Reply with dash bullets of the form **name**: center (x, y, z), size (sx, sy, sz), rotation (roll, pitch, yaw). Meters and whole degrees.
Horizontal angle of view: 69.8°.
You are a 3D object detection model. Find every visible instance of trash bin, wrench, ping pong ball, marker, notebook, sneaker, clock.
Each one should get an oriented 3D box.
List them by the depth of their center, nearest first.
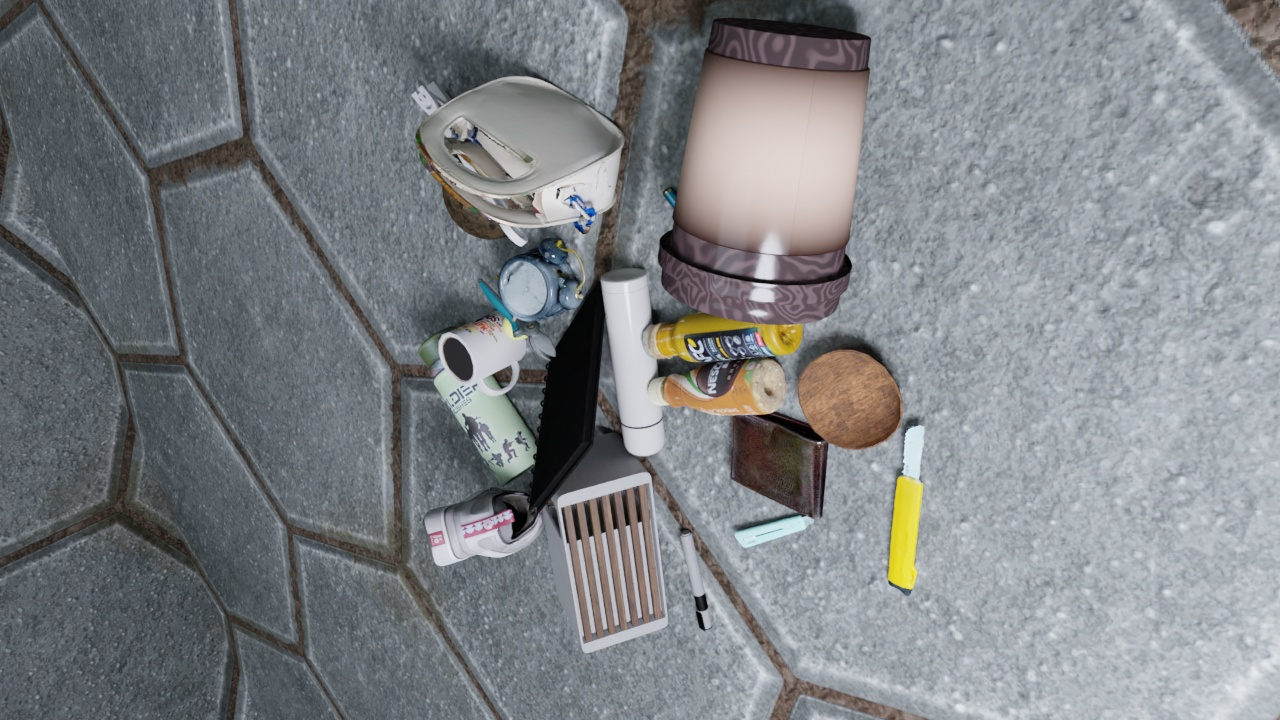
- **wrench**: center (-0.193, -0.230, 1.061), size (0.018, 0.086, 0.273), rotation (-39, 66, 13)
- **notebook**: center (-0.085, 0.043, 1.068), size (0.019, 0.230, 0.170), rotation (18, 139, -18)
- **clock**: center (-0.116, -0.096, 1.111), size (0.130, 0.052, 0.090), rotation (-20, 93, 32)
- **trash bin**: center (-0.049, 0.226, 1.151), size (0.114, 0.114, 0.229), rotation (-135, 34, -61)
- **marker**: center (0.071, 0.281, 1.170), size (0.016, 0.016, 0.140), rotation (4, 114, 42)
- **ping pong ball**: center (-0.159, -0.046, 1.192), size (0.040, 0.040, 0.040), rotation (22, 126, 34)
- **sneaker**: center (-0.173, 0.211, 1.232), size (0.129, 0.262, 0.096), rotation (-17, 81, 17)

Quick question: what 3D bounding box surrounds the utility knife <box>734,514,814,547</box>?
- **utility knife**: center (0.155, 0.192, 1.045), size (0.120, 0.015, 0.022), rotation (-29, 90, 45)

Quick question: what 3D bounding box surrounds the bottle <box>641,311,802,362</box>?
- **bottle**: center (0.079, -0.026, 0.965), size (0.187, 0.053, 0.053), rotation (-5, 108, 45)

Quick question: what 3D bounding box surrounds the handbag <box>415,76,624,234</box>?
- **handbag**: center (-0.131, -0.206, 0.964), size (0.201, 0.199, 0.093), rotation (39, 138, 25)

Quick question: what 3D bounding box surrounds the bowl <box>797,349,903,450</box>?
- **bowl**: center (0.209, 0.035, 0.896), size (0.114, 0.026, 0.102), rotation (-29, 90, 47)

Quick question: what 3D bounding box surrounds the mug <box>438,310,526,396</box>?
- **mug**: center (-0.203, -0.005, 1.220), size (0.074, 0.089, 0.105), rotation (-32, 89, 48)

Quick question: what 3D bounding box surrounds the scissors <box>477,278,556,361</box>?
- **scissors**: center (-0.151, -0.063, 1.167), size (0.132, 0.147, 0.019), rotation (13, 149, 1)

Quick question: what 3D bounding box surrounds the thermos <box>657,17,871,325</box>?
- **thermos**: center (0.111, -0.166, 0.786), size (0.173, 0.172, 0.226), rotation (24, 120, 33)

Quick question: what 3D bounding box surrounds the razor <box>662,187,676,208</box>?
- **razor**: center (0.067, -0.121, 0.953), size (0.144, 0.022, 0.042), rotation (58, 174, 8)

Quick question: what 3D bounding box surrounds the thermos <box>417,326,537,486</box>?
- **thermos**: center (-0.223, 0.058, 1.288), size (0.231, 0.082, 0.083), rotation (56, 138, 5)

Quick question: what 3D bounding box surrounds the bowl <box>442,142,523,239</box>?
- **bowl**: center (-0.207, -0.204, 1.139), size (0.121, 0.056, 0.121), rotation (22, 126, 34)

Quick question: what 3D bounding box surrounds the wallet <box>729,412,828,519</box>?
- **wallet**: center (0.149, 0.106, 0.993), size (0.120, 0.031, 0.099), rotation (21, 122, 38)

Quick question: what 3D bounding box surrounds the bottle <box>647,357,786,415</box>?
- **bottle**: center (0.077, 0.030, 0.995), size (0.167, 0.059, 0.059), rotation (-5, 108, 45)

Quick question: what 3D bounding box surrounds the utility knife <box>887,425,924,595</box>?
- **utility knife**: center (0.266, 0.151, 0.911), size (0.030, 0.018, 0.207), rotation (15, 127, 31)

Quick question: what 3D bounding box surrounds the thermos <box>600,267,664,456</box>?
- **thermos**: center (-0.006, 0.006, 1.066), size (0.052, 0.052, 0.224), rotation (13, 120, 39)
